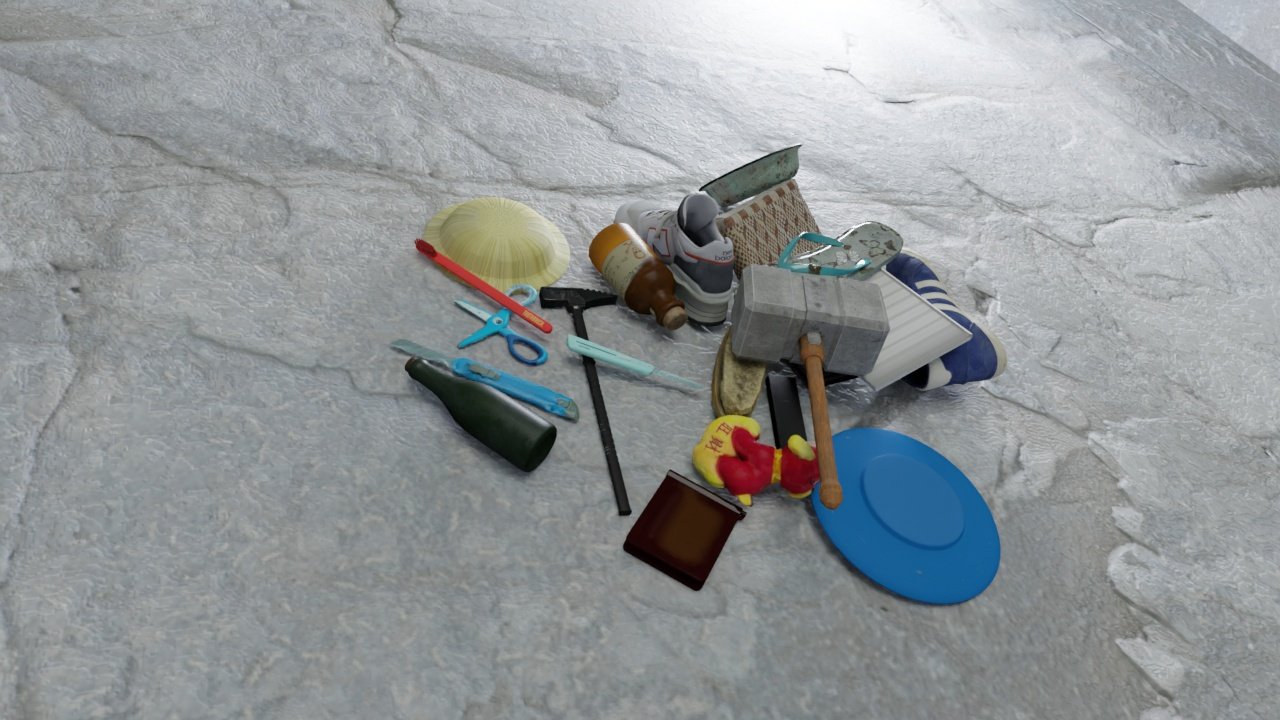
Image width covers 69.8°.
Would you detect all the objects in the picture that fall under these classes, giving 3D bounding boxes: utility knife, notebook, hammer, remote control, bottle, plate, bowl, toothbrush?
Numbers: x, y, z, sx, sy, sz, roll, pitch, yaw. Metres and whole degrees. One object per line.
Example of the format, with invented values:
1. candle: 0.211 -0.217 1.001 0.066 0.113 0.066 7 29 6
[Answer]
1. utility knife: -0.006 0.006 1.040 0.166 0.015 0.022 20 42 -6
2. notebook: 0.282 -0.055 1.138 0.142 0.009 0.209 -27 44 -14
3. hammer: 0.185 0.031 0.961 0.162 0.083 0.316 9 41 -3
4. remote control: 0.169 0.075 1.045 0.034 0.013 0.149 8 45 -10
5. utility knife: -0.167 0.017 0.993 0.221 0.015 0.031 19 39 3
6. bottle: -0.169 0.046 0.933 0.174 0.055 0.055 31 45 15
7. plate: 0.289 0.154 0.986 0.224 0.024 0.223 12 44 -12
8. bottle: 0.003 -0.097 1.125 0.067 0.068 0.157 -17 54 -32
9. bowl: 0.162 -0.258 1.307 0.157 0.158 0.038 -26 95 -37
10. hammer: -0.043 0.034 1.018 0.095 0.015 0.324 1 47 -19
11. toothbrush: -0.187 -0.090 1.074 0.212 0.018 0.012 32 71 19
12. plate: -0.176 -0.159 1.151 0.184 0.036 0.184 9 44 -9

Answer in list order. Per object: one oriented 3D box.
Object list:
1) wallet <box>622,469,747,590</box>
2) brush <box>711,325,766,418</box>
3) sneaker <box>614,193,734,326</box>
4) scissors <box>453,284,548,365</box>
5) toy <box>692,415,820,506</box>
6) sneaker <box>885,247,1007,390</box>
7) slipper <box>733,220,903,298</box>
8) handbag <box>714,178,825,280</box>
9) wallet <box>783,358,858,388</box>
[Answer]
1. wallet: 0.046 0.165 0.912 0.091 0.018 0.115 27 42 10
2. brush: 0.120 0.003 1.079 0.059 0.043 0.194 18 42 0
3. sneaker: 0.053 -0.162 1.165 0.088 0.124 0.239 -14 52 -30
4. scissors: -0.153 -0.041 1.057 0.140 0.011 0.133 39 47 18
5. toy: 0.122 0.107 0.960 0.137 0.067 0.105 10 56 11
6. sneaker: 0.347 -0.047 1.185 0.118 0.092 0.233 -18 52 -18
7. slipper: 0.237 -0.124 1.156 0.268 0.055 0.098 -25 55 -26
8. handbag: 0.174 -0.161 1.233 0.185 0.047 0.124 -33 99 -40
9. wallet: 0.219 -0.013 1.143 0.099 0.031 0.120 -12 45 -27
